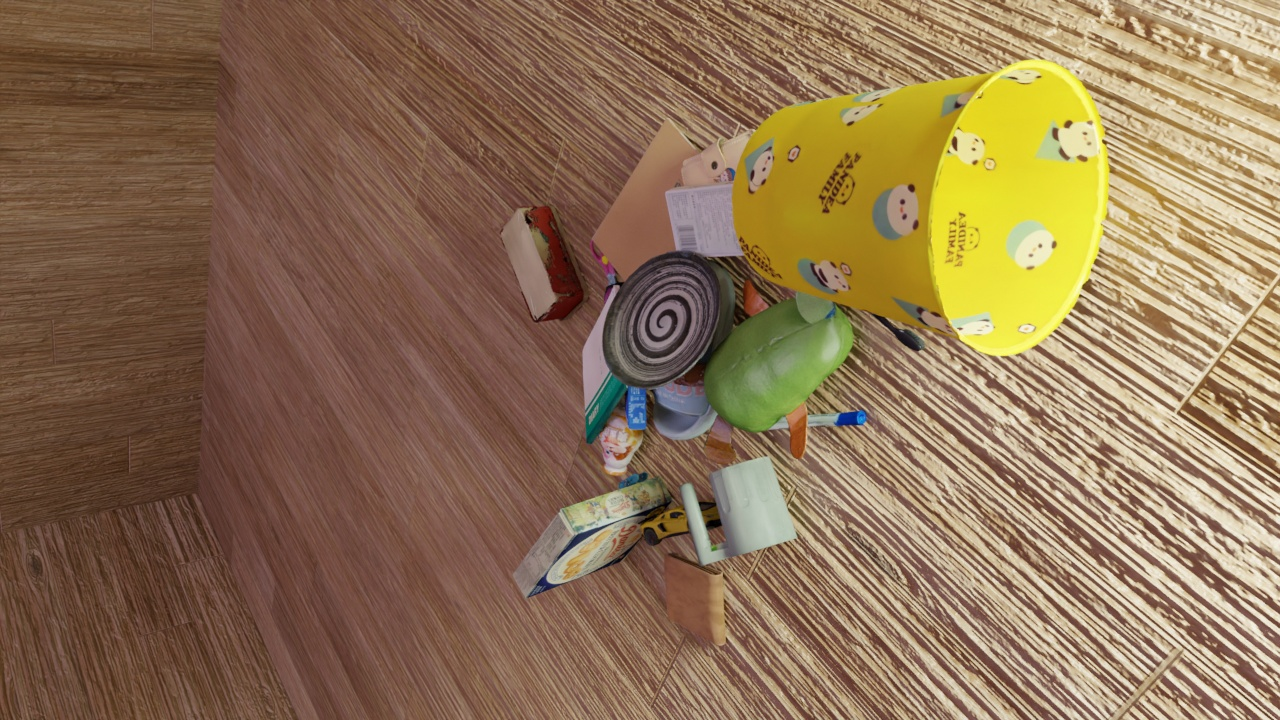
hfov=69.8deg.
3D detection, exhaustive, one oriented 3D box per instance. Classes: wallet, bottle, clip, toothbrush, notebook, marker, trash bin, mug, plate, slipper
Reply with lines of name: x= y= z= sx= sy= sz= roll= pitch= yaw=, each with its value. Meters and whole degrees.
wallet: x=0.073 y=0.325 z=1.260 sx=0.115 sy=0.020 sz=0.101 roll=10 pitch=106 yaw=52
bottle: x=-0.028 y=0.109 z=1.303 sx=0.063 sy=0.063 sz=0.108 roll=33 pitch=123 yaw=42
clip: x=-0.012 y=0.175 z=1.329 sx=0.057 sy=0.043 sz=0.014 roll=-39 pitch=65 yaw=47
toothbrush: x=0.235 y=-0.067 z=0.985 sx=0.189 sy=0.016 sz=0.014 roll=48 pitch=140 yaw=37
notebook: x=0.024 y=-0.186 z=1.193 sx=0.147 sy=0.008 sz=0.208 roll=53 pitch=128 yaw=23
marker: x=0.196 y=0.070 z=1.056 sx=0.146 sy=0.016 sz=0.017 roll=-9 pitch=91 yaw=51
wallet: x=0.099 y=-0.221 z=1.096 sx=0.115 sy=0.024 sz=0.087 roll=-18 pitch=84 yaw=44
trash bin: x=0.233 y=-0.140 z=0.819 sx=0.255 sy=0.229 sz=0.230 roll=20 pitch=113 yaw=54
mug: x=0.115 y=0.182 z=1.108 sx=0.124 sy=0.083 sz=0.103 roll=-19 pitch=78 yaw=13
plate: x=0.028 y=-0.048 z=1.107 sx=0.180 sy=0.024 sz=0.179 roll=-18 pitch=60 yaw=35
slipper: x=0.059 y=-0.008 z=1.164 sx=0.104 sy=0.074 sz=0.246 roll=30 pitch=119 yaw=43
notebook: x=-0.051 y=0.011 z=1.265 sx=0.210 sy=0.012 sz=0.150 roll=122 pitch=147 yaw=-60

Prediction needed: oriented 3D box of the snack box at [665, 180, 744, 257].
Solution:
snack box: x=0.104 y=-0.166 z=1.077 sx=0.157 sy=0.026 sz=0.085 roll=2 pitch=112 yaw=39

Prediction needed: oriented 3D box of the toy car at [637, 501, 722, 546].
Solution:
toy car: x=0.063 y=0.210 z=1.207 sx=0.156 sy=0.071 sz=0.041 roll=-21 pitch=85 yaw=48

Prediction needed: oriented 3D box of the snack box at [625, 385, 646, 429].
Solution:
snack box: x=-0.007 y=0.007 z=1.210 sx=0.084 sy=0.026 sz=0.157 roll=-120 pitch=29 yaw=-84

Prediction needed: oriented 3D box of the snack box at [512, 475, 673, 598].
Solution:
snack box: x=-0.066 y=0.247 z=1.283 sx=0.045 sy=0.182 sz=0.178 roll=56 pitch=135 yaw=24

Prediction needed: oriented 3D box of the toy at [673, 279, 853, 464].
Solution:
toy: x=0.142 y=0.009 z=1.043 sx=0.247 sy=0.089 sz=0.226 roll=-36 pitch=62 yaw=38

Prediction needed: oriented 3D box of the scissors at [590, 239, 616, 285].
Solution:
scissors: x=-0.040 y=-0.118 z=1.309 sx=0.057 sy=0.017 sz=0.133 roll=-8 pitch=95 yaw=42

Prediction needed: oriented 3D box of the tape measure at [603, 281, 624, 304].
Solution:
tape measure: x=-0.023 y=-0.081 z=1.275 sx=0.058 sy=0.039 sz=0.057 roll=17 pitch=114 yaw=54

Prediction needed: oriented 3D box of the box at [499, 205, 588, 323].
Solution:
box: x=-0.153 y=-0.147 z=1.391 sx=0.092 sy=0.076 sz=0.168 roll=-40 pitch=68 yaw=48
